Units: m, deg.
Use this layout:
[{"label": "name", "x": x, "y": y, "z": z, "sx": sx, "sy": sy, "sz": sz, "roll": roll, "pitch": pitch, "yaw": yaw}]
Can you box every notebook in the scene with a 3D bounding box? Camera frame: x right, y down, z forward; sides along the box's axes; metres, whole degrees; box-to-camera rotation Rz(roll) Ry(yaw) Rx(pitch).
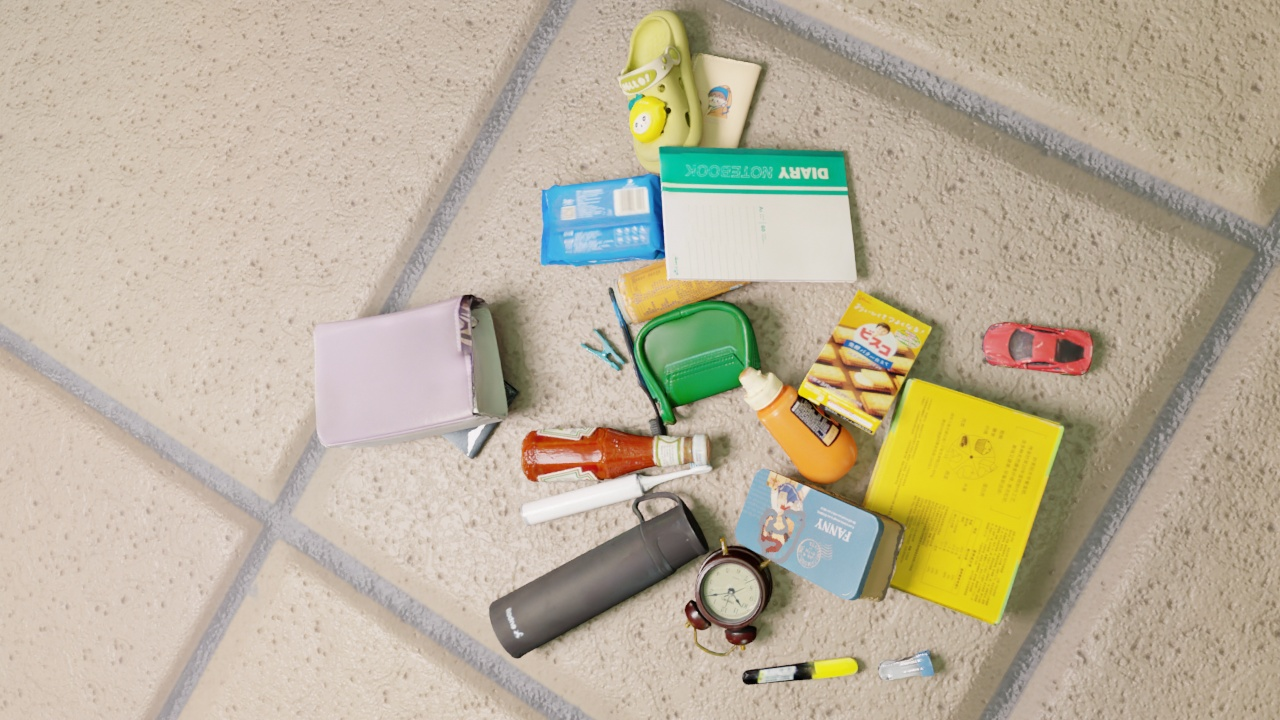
[{"label": "notebook", "x": 0.125, "y": -0.155, "z": 0.975, "sx": 0.209, "sy": 0.012, "sz": 0.150, "roll": -1, "pitch": 78, "yaw": -12}]

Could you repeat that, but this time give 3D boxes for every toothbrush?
[{"label": "toothbrush", "x": -0.006, "y": 0.006, "z": 1.033, "sx": 0.016, "sy": 0.014, "sz": 0.189, "roll": -23, "pitch": 82, "yaw": 25}, {"label": "toothbrush", "x": -0.027, "y": 0.145, "z": 1.020, "sx": 0.221, "sy": 0.027, "sz": 0.026, "roll": -16, "pitch": 58, "yaw": 9}]

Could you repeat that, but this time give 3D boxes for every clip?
[{"label": "clip", "x": -0.041, "y": -0.009, "z": 1.041, "sx": 0.056, "sy": 0.013, "sz": 0.039, "roll": 43, "pitch": 95, "yaw": 12}, {"label": "clip", "x": 0.276, "y": 0.320, "z": 0.957, "sx": 0.058, "sy": 0.045, "sz": 0.027, "roll": -18, "pitch": 84, "yaw": 14}]

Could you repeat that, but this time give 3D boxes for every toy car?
[{"label": "toy car", "x": 0.410, "y": -0.012, "z": 0.949, "sx": 0.106, "sy": 0.031, "sz": 0.049, "roll": 8, "pitch": 86, "yaw": 13}]

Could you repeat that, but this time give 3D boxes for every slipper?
[{"label": "slipper", "x": 0.009, "y": -0.301, "z": 1.009, "sx": 0.092, "sy": 0.081, "sz": 0.190, "roll": -15, "pitch": 75, "yaw": 42}]

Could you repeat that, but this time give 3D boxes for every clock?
[{"label": "clock", "x": 0.094, "y": 0.254, "z": 0.976, "sx": 0.082, "sy": 0.055, "sz": 0.122, "roll": 21, "pitch": 92, "yaw": 11}]

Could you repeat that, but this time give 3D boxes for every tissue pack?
[{"label": "tissue pack", "x": -0.037, "y": -0.154, "z": 1.031, "sx": 0.157, "sy": 0.052, "sz": 0.095, "roll": -4, "pitch": 83, "yaw": 10}]

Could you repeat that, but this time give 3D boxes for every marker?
[{"label": "marker", "x": 0.169, "y": 0.332, "z": 0.978, "sx": 0.124, "sy": 0.015, "sz": 0.018, "roll": -11, "pitch": 83, "yaw": 13}]

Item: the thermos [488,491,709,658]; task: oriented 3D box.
[{"label": "thermos", "x": -0.049, "y": 0.229, "z": 1.003, "sx": 0.242, "sy": 0.068, "sz": 0.090, "roll": -30, "pitch": 64, "yaw": 5}]

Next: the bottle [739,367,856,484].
[{"label": "bottle", "x": 0.158, "y": 0.062, "z": 0.951, "sx": 0.067, "sy": 0.066, "sz": 0.149, "roll": -45, "pitch": 103, "yaw": 5}]

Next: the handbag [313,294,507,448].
[{"label": "handbag", "x": -0.257, "y": 0.014, "z": 1.022, "sx": 0.197, "sy": 0.098, "sz": 0.145, "roll": -11, "pitch": 83, "yaw": 15}]

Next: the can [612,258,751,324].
[{"label": "can", "x": 0.046, "y": -0.089, "z": 1.007, "sx": 0.146, "sy": 0.058, "sz": 0.058, "roll": -19, "pitch": 83, "yaw": 9}]

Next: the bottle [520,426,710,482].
[{"label": "bottle", "x": -0.027, "y": 0.101, "z": 1.005, "sx": 0.206, "sy": 0.059, "sz": 0.059, "roll": -4, "pitch": 85, "yaw": 12}]

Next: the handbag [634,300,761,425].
[{"label": "handbag", "x": 0.064, "y": -0.001, "z": 0.992, "sx": 0.131, "sy": 0.068, "sz": 0.120, "roll": -19, "pitch": 88, "yaw": 8}]

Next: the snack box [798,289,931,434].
[{"label": "snack box", "x": 0.232, "y": 0.000, "z": 0.946, "sx": 0.087, "sy": 0.034, "sz": 0.140, "roll": 30, "pitch": 58, "yaw": 12}]

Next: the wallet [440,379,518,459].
[{"label": "wallet", "x": -0.214, "y": 0.041, "z": 1.068, "sx": 0.121, "sy": 0.019, "sz": 0.097, "roll": 36, "pitch": 93, "yaw": 13}]

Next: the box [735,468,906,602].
[{"label": "box", "x": 0.181, "y": 0.174, "z": 0.913, "sx": 0.184, "sy": 0.059, "sz": 0.090, "roll": 16, "pitch": 88, "yaw": 54}]

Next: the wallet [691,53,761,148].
[{"label": "wallet", "x": 0.079, "y": -0.285, "z": 1.033, "sx": 0.087, "sy": 0.024, "sz": 0.115, "roll": 16, "pitch": 92, "yaw": 15}]

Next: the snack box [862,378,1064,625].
[{"label": "snack box", "x": 0.315, "y": 0.139, "z": 0.935, "sx": 0.158, "sy": 0.070, "sz": 0.210, "roll": 18, "pitch": 89, "yaw": 12}]
